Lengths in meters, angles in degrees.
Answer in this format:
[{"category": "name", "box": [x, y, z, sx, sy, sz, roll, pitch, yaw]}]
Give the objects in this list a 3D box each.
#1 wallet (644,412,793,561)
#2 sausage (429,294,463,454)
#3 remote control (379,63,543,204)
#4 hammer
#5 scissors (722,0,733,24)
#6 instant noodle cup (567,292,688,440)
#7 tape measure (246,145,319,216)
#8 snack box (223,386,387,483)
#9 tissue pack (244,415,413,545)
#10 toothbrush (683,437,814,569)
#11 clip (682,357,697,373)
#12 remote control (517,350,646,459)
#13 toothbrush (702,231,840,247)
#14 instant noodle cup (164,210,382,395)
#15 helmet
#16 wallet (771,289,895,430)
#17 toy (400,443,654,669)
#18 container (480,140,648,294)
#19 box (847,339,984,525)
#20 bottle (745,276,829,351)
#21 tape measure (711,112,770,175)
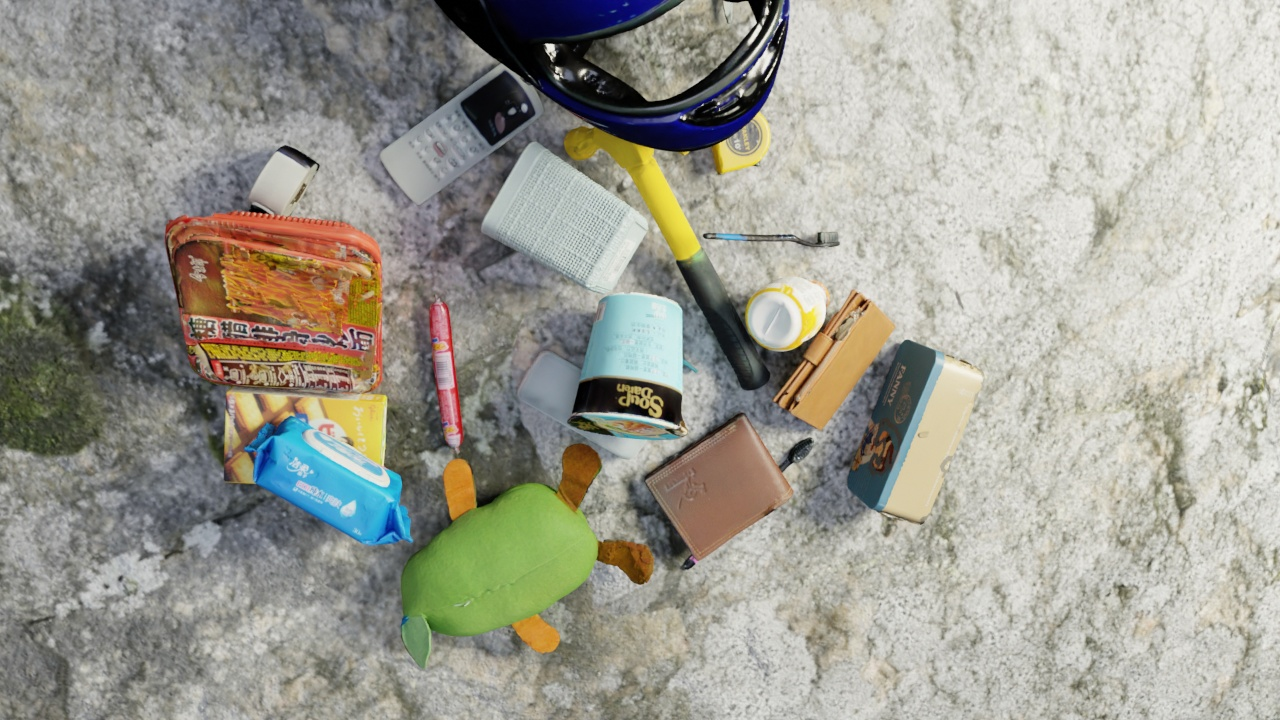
[{"category": "wallet", "box": [0.078, 0.125, 0.917, 0.124, 0.032, 0.101, -34, 95, 3]}, {"category": "sausage", "box": [-0.183, 0.015, 0.865, 0.020, 0.020, 0.156, -6, 103, -8]}, {"category": "remote control", "box": [-0.159, -0.204, 0.821, 0.150, 0.021, 0.058, -37, 105, 1]}, {"category": "hammer", "box": [0.046, -0.097, 0.848, 0.032, 0.129, 0.301, -48, 119, -35]}, {"category": "scissors", "box": [0.064, -0.422, 0.810, 0.221, 0.021, 0.234, 6, 100, -10]}, {"category": "instant noodle cup", "box": [-0.005, 0.005, 0.841, 0.111, 0.111, 0.120, 10, 76, -11]}, {"category": "tape measure", "box": [-0.307, -0.149, 0.785, 0.033, 0.066, 0.066, 31, 95, -15]}, {"category": "snack box", "box": [-0.309, 0.072, 0.850, 0.140, 0.033, 0.087, 5, 102, -12]}, {"category": "tissue pack", "box": [-0.264, 0.104, 0.800, 0.157, 0.095, 0.052, 35, 89, -16]}, {"category": "toothbrush", "box": [0.112, 0.149, 0.943, 0.014, 0.017, 0.189, 43, 94, -6]}, {"category": "clip", "box": [0.029, 0.000, 0.899, 0.034, 0.013, 0.054, -40, 105, 0]}, {"category": "remote control", "box": [-0.051, 0.044, 0.891, 0.136, 0.020, 0.056, 31, 95, -14]}, {"category": "toothbrush", "box": [0.125, -0.114, 0.843, 0.189, 0.014, 0.016, -4, 103, -41]}, {"category": "instant noodle cup", "box": [-0.299, -0.057, 0.775, 0.164, 0.079, 0.189, 6, 135, -11]}, {"category": "helmet", "box": [-0.030, -0.316, 0.665, 0.247, 0.240, 0.315, -44, 80, 0]}, {"category": "wallet", "box": [0.190, 0.002, 0.891, 0.132, 0.031, 0.107, -56, 147, 6]}, {"category": "toy", "box": [-0.123, 0.188, 0.876, 0.247, 0.090, 0.227, -25, 104, 0]}, {"category": "container", "box": [-0.061, -0.119, 0.801, 0.111, 0.090, 0.090, 32, 96, 9]}, {"category": "box", "box": [0.274, 0.065, 0.915, 0.061, 0.090, 0.184, 16, 97, -11]}, {"category": "bottle", "box": [0.143, -0.048, 0.860, 0.063, 0.108, 0.063, 10, 110, 28]}, {"category": "tape measure", "box": [0.091, -0.208, 0.856, 0.057, 0.029, 0.060, -15, 104, -5]}]
